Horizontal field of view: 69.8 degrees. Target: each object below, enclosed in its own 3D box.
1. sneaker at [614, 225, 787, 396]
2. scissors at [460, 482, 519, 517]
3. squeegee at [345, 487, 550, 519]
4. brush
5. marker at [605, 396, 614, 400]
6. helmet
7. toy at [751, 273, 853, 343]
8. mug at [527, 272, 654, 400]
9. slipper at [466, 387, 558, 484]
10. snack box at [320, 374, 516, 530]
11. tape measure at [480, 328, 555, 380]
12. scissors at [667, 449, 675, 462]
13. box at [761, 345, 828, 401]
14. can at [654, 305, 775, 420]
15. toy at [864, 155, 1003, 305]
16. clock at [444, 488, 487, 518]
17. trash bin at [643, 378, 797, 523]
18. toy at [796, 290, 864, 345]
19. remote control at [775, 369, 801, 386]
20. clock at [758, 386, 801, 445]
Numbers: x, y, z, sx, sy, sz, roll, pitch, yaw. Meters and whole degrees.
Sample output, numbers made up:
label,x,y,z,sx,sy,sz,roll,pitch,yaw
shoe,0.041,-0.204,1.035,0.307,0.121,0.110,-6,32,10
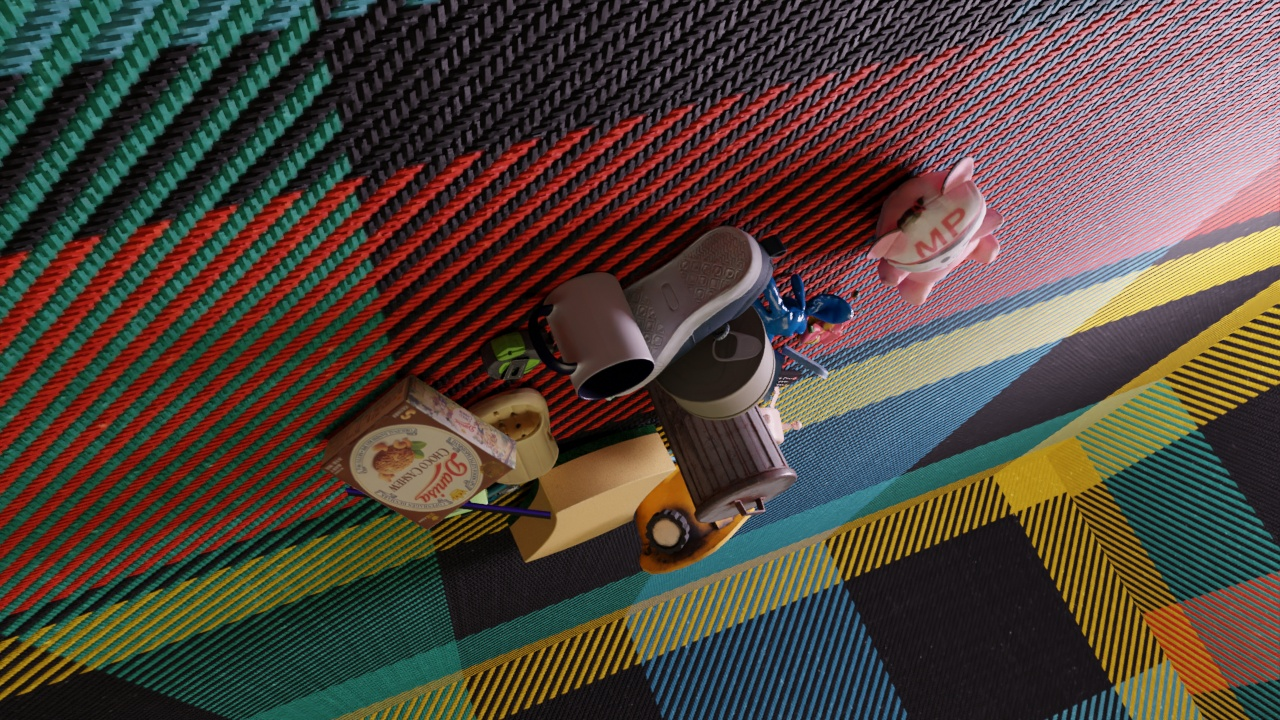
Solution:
label,x,y,z,sx,sy,sz,roll,pitch,yaw
sneaker,0.043,-0.048,0.926,0.236,0.089,0.087,-39,159,24
scissors,-0.206,0.188,1.310,0.130,0.019,0.150,-11,154,-34
squeegee,-0.228,0.109,1.035,0.250,0.055,0.185,6,144,4
brush,-0.078,0.200,1.367,0.194,0.075,0.251,-17,158,-27
marker,-0.006,0.006,1.088,0.017,0.017,0.146,-7,153,-36
helmet,0.070,0.238,1.531,0.206,0.131,0.255,-25,-177,19
toy,0.173,-0.058,1.056,0.113,0.071,0.176,-21,162,26
mug,-0.053,-0.022,0.866,0.111,0.096,0.079,-5,152,-39
slipper,-0.154,0.116,1.117,0.111,0.079,0.262,-17,158,-7
snack box,-0.230,0.100,0.959,0.143,0.041,0.147,-35,125,25
tape measure,-0.126,-0.003,0.920,0.065,0.036,0.059,-8,154,-35
scissors,0.036,0.157,1.495,0.138,0.015,0.120,-13,159,-15
box,0.196,0.020,1.162,0.079,0.072,0.210,17,-177,8
can,0.078,-0.005,0.989,0.128,0.127,0.073,-26,154,8
toy,0.313,-0.136,0.990,0.142,0.084,0.213,-33,158,18
clock,-0.245,0.181,1.203,0.094,0.042,0.119,-13,171,-16
trash bin,0.095,0.092,1.124,0.130,0.211,0.131,-20,158,-9
toy,0.239,-0.048,1.177,0.084,0.046,0.104,-27,167,-29
remote control,0.182,0.023,1.318,0.146,0.015,0.033,2,147,-48
clock,0.146,0.101,1.402,0.161,0.086,0.131,-24,161,27
